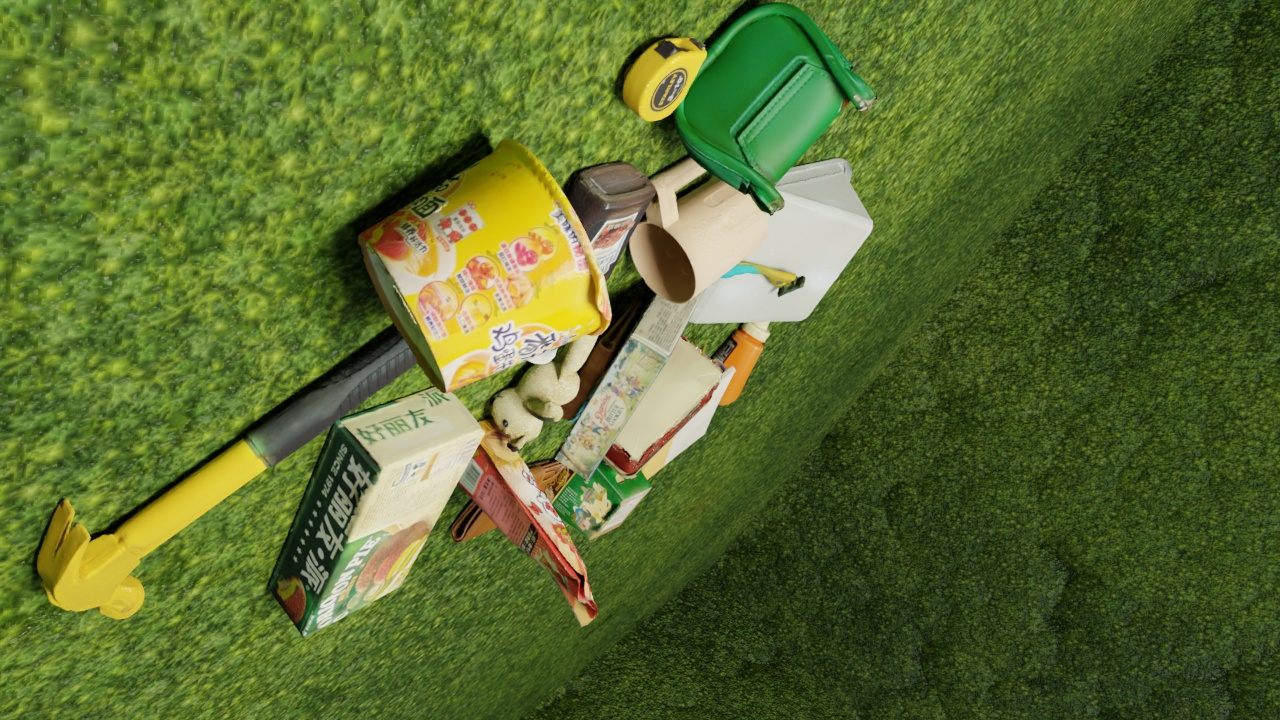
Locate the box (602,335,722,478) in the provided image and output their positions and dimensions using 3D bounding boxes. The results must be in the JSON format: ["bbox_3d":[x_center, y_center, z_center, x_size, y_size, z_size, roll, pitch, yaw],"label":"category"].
[{"bbox_3d":[0.018,0.051,1.096,0.168,0.091,0.081,-43,169,-26],"label":"box"}]

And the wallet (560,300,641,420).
[{"bbox_3d":[-0.039,-0.002,0.940,0.101,0.020,0.115,-57,-179,32],"label":"wallet"}]

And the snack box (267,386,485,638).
[{"bbox_3d":[-0.232,0.133,0.795,0.114,0.063,0.241,-22,152,-50],"label":"snack box"}]

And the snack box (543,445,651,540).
[{"bbox_3d":[-0.057,0.161,1.182,0.118,0.105,0.117,-51,162,22],"label":"snack box"}]

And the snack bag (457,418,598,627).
[{"bbox_3d":[-0.108,0.156,0.886,0.073,0.208,0.129,-33,159,-18],"label":"snack bag"}]

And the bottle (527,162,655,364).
[{"bbox_3d":[-0.055,-0.073,0.755,0.079,0.044,0.195,-25,155,-45],"label":"bottle"}]

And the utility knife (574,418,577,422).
[{"bbox_3d":[-0.046,0.070,1.151,0.029,0.013,0.151,-55,161,10],"label":"utility knife"}]

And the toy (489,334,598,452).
[{"bbox_3d":[-0.087,0.014,0.869,0.157,0.066,0.105,-54,-157,17],"label":"toy"}]

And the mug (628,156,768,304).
[{"bbox_3d":[0.051,-0.128,0.831,0.103,0.084,0.125,-37,135,-28],"label":"mug"}]

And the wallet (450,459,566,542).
[{"bbox_3d":[-0.153,0.158,1.091,0.119,0.035,0.130,-46,164,25],"label":"wallet"}]

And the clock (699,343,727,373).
[{"bbox_3d":[0.047,0.049,1.238,0.158,0.060,0.117,-46,164,-1],"label":"clock"}]

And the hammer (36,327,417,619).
[{"bbox_3d":[-0.258,0.061,0.622,0.300,0.033,0.129,-38,163,-19],"label":"hammer"}]

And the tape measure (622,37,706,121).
[{"bbox_3d":[0.012,-0.198,0.642,0.057,0.029,0.060,-26,155,-48],"label":"tape measure"}]

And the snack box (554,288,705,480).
[{"bbox_3d":[-0.006,0.005,0.936,0.183,0.046,0.177,-57,-178,35],"label":"snack box"}]

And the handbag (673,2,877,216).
[{"bbox_3d":[0.098,-0.193,0.698,0.131,0.120,0.068,-49,168,7],"label":"handbag"}]

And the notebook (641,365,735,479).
[{"bbox_3d":[0.055,0.096,1.247,0.145,0.010,0.207,-37,163,-25],"label":"notebook"}]

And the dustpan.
[{"bbox_3d":[0.157,-0.153,1.106,0.257,0.142,0.223,5,135,-29],"label":"dustpan"}]

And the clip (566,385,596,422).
[{"bbox_3d":[-0.064,0.051,1.066,0.057,0.014,0.047,-41,164,-16],"label":"clip"}]

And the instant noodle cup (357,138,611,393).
[{"bbox_3d":[-0.100,-0.052,0.568,0.109,0.138,0.138,-30,159,-18],"label":"instant noodle cup"}]

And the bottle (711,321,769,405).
[{"bbox_3d":[0.142,-0.007,1.330,0.150,0.067,0.066,-58,160,16],"label":"bottle"}]

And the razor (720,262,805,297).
[{"bbox_3d":[0.122,-0.094,1.022,0.132,0.028,0.043,4,168,-33],"label":"razor"}]
